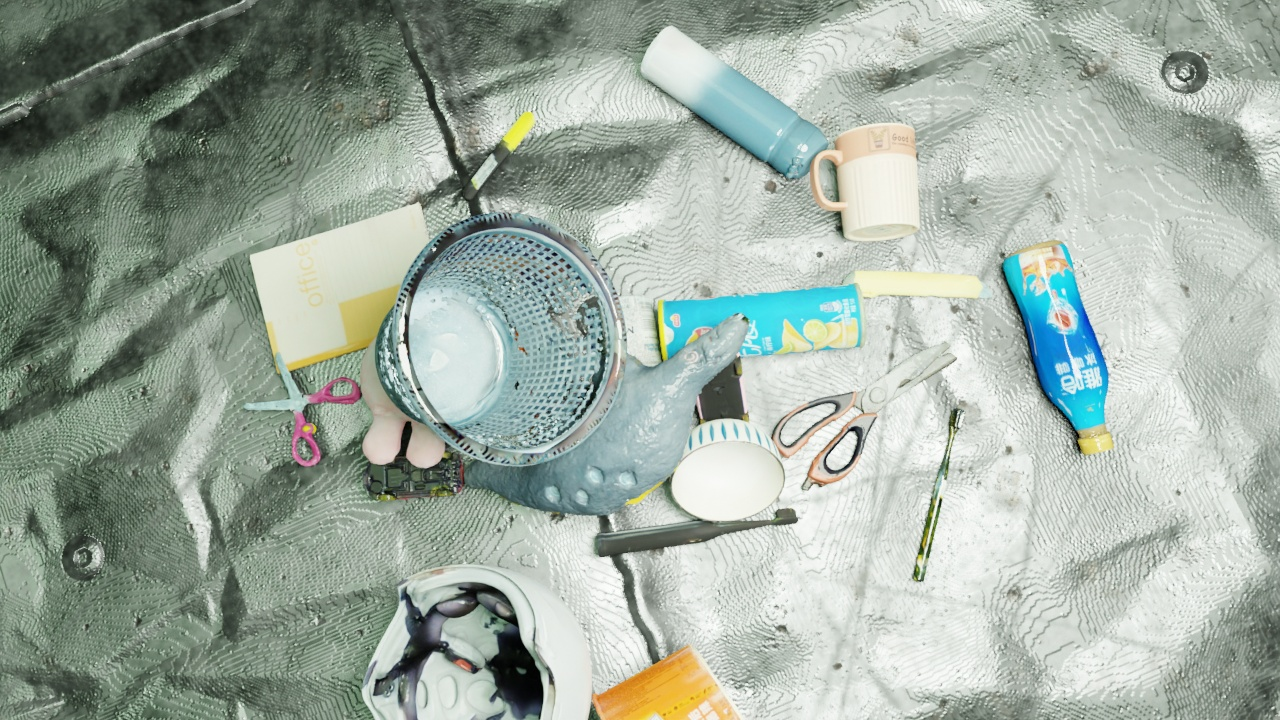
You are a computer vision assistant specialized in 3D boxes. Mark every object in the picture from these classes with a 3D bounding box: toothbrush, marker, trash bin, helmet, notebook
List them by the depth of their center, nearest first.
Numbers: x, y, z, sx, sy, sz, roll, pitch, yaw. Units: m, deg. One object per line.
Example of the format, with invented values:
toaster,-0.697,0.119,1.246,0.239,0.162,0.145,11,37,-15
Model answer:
trash bin,-0.157,-0.012,0.891,0.226,0.195,0.226,3,84,-32
helmet,-0.142,0.324,0.895,0.229,0.145,0.258,8,90,32
toothbrush,0.312,0.139,0.955,0.012,0.017,0.185,16,84,-1
toothbrush,0.060,0.179,0.967,0.213,0.026,0.027,-9,44,2
notebook,-0.330,-0.082,1.040,0.206,0.010,0.146,-16,82,3
marker,-0.162,-0.232,1.046,0.018,0.015,0.124,38,90,9

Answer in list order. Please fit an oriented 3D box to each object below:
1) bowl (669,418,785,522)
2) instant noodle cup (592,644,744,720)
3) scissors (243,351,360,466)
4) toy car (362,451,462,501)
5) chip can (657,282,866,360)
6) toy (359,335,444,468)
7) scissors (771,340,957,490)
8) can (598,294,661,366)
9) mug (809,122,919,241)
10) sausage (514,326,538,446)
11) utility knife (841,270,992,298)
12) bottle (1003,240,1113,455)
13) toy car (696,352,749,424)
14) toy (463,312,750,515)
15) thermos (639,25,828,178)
bowl,0.086,0.104,0.944,0.116,0.117,0.066,-7,38,4
instant noodle cup,0.039,0.358,0.888,0.111,0.151,0.151,-33,81,-9
scissors,-0.374,0.049,1.022,0.135,0.017,0.133,-24,85,0
toy car,-0.246,0.126,0.994,0.106,0.031,0.049,-5,80,-4
chip can,0.126,-0.038,0.966,0.210,0.071,0.071,-5,82,4
toy,-0.248,0.037,0.992,0.121,0.054,0.159,6,72,5
scissors,0.246,0.058,0.973,0.206,0.015,0.193,4,82,5
can,-0.006,0.006,0.978,0.058,0.058,0.146,-9,82,3
mug,0.236,-0.186,0.968,0.114,0.082,0.106,-2,84,-11
sausage,-0.119,0.042,1.001,0.021,0.021,0.165,-13,81,3
utility knife,0.297,-0.080,0.986,0.163,0.018,0.031,3,87,7
bottle,0.435,-0.012,0.942,0.065,0.065,0.218,-14,82,2
toy car,0.082,0.032,0.955,0.056,0.037,0.122,-7,124,7
toy,-0.031,0.077,0.912,0.357,0.091,0.137,-33,55,18
thermos,0.104,-0.280,1.007,0.220,0.070,0.070,37,86,8
